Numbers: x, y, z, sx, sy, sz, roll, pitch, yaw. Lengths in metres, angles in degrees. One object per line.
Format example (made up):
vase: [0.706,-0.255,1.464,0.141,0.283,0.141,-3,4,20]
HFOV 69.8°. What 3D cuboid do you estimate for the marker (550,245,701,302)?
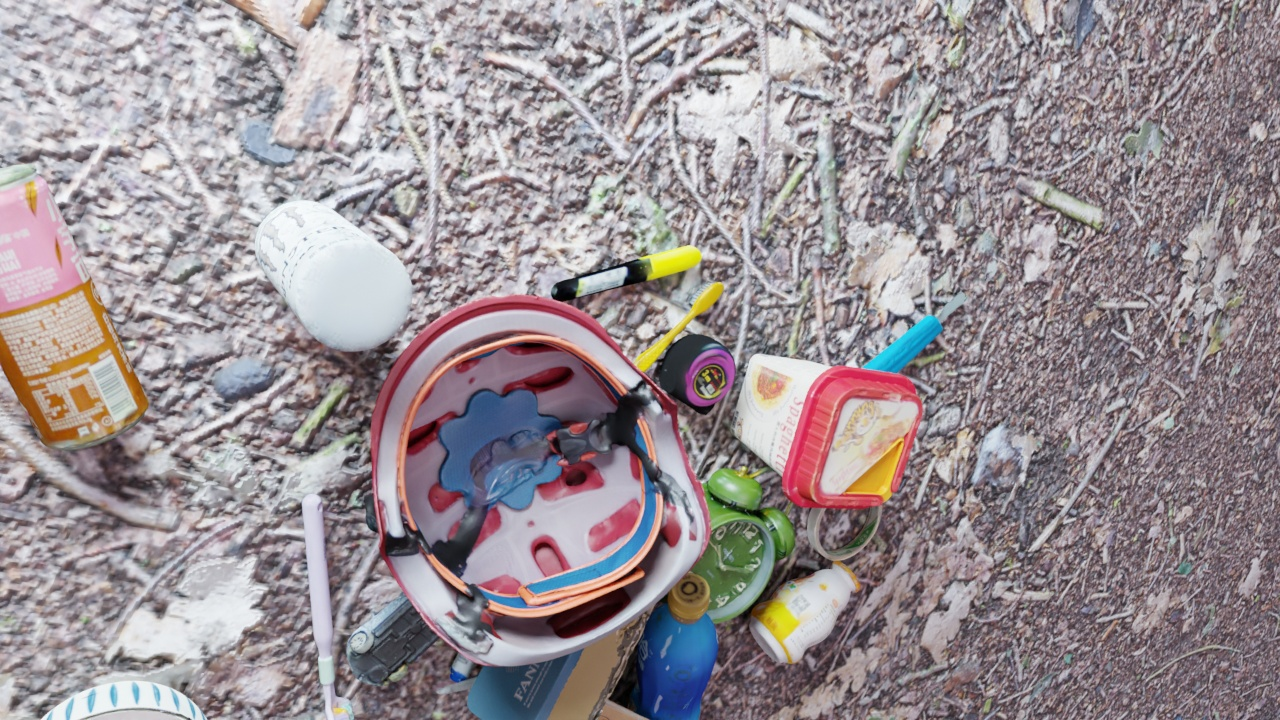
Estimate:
marker: [-0.010,-0.066,0.692,0.124,0.015,0.018,-18,116,-21]

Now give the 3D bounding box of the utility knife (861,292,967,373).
utility knife: [0.245,-0.008,0.861,0.187,0.018,0.034,-38,134,-15]

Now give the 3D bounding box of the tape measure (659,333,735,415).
tape measure: [0.045,0.008,0.736,0.057,0.039,0.058,30,95,-35]

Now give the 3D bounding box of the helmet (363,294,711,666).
helmet: [-0.084,0.071,0.623,0.206,0.144,0.240,-27,103,-18]

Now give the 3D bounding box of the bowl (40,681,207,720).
bowl: [-0.333,0.253,0.582,0.116,0.066,0.116,-10,111,-27]

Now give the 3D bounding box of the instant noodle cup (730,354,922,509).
instant noodle cup: [0.147,0.050,0.759,0.116,0.124,0.116,7,104,-32]

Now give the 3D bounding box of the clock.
clock: [0.072,0.158,0.795,0.161,0.056,0.116,-46,125,-9]

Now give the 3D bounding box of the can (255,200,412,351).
can: [-0.177,-0.052,0.516,0.058,0.147,0.058,-11,113,-28]

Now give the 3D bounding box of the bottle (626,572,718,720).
bottle: [0.028,0.248,0.751,0.065,0.065,0.219,-18,140,-24]

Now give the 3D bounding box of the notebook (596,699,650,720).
notebook: [-0.026,0.348,0.789,0.148,0.008,0.207,-34,128,23]

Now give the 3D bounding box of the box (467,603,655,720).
box: [-0.056,0.213,0.700,0.061,0.090,0.184,43,66,-34]

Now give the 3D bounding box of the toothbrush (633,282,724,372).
toothbrush: [-0.004,0.004,0.721,0.191,0.018,0.016,-45,122,-7]

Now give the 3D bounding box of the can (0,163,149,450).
can: [-0.322,-0.026,0.493,0.057,0.058,0.147,-22,117,-23]

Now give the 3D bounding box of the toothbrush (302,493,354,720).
toothbrush: [-0.223,0.181,0.650,0.021,0.029,0.189,3,109,8]

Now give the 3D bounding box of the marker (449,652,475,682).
marker: [-0.114,0.186,0.718,0.017,0.017,0.146,22,95,-35]

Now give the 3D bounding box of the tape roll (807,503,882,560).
tape roll: [0.200,0.154,0.895,0.085,0.014,0.086,-10,112,-27]

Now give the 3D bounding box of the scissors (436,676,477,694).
scissors: [-0.081,0.251,0.756,0.160,0.012,0.163,-37,128,-19]

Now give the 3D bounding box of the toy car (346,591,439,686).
toy car: [-0.170,0.193,0.678,0.105,0.031,0.049,-42,122,-13]

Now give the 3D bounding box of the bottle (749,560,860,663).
bottle: [0.157,0.236,0.869,0.108,0.063,0.063,-34,121,-16]
